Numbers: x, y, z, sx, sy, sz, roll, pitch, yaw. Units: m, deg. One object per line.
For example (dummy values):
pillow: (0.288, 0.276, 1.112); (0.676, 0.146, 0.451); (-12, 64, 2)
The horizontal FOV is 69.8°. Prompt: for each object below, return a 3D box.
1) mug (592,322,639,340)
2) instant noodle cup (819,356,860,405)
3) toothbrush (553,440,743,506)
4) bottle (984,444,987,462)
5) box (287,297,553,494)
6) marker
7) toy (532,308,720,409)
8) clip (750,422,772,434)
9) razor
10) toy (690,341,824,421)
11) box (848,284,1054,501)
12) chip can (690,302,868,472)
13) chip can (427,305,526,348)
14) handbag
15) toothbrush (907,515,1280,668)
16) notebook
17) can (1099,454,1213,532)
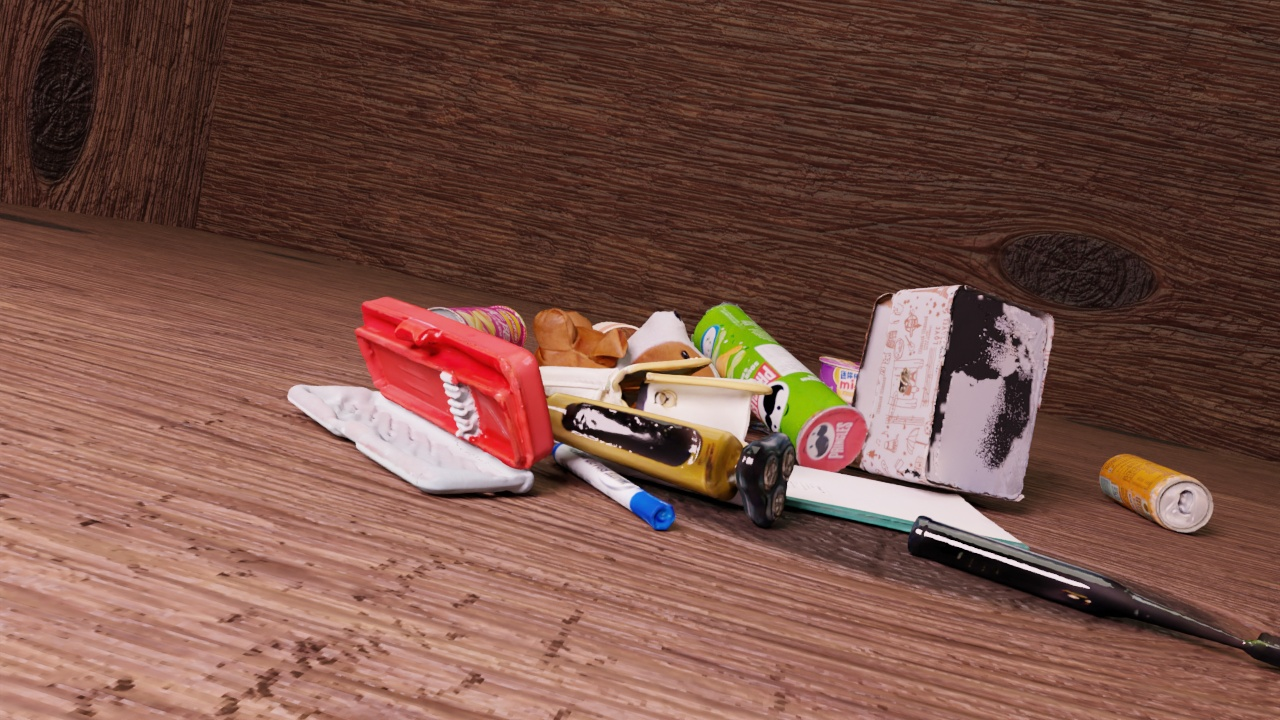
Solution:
mug: (-0.047, -0.002, 1.133); (0.114, 0.082, 0.106); (-15, 9, -10)
instant noodle cup: (0.238, 0.054, 0.989); (0.111, 0.099, 0.111); (12, 4, -1)
toothbrush: (-0.010, 0.069, 0.655); (0.221, 0.026, 0.026); (13, 27, 15)
bottle: (0.379, 0.095, 1.063); (0.196, 0.068, 0.068); (11, 4, -42)
box: (-0.149, 0.029, 0.580); (0.099, 0.095, 0.202); (-26, 29, -34)
marker: (-0.022, 0.077, 0.588); (0.016, 0.017, 0.146); (9, 6, -31)
toy: (-0.005, 0.005, 0.905); (0.199, 0.130, 0.140); (22, 6, 7)
clip: (0.146, 0.073, 1.018); (0.024, 0.028, 0.057); (11, -5, -26)
razor: (0.017, 0.056, 0.594); (0.167, 0.062, 0.068); (16, -14, 6)
toy: (0.111, 0.030, 1.034); (0.143, 0.082, 0.226); (-16, 17, -19)
box: (0.273, 0.027, 0.866); (0.150, 0.182, 0.168); (14, -5, -28)
chip can: (0.128, 0.020, 0.898); (0.072, 0.072, 0.236); (9, 22, -27)
chip can: (-0.193, -0.026, 1.053); (0.071, 0.071, 0.210); (13, 6, 8)
handbag: (0.000, 0.026, 0.715); (0.178, 0.063, 0.163); (15, -8, -6)
toothbrush: (0.267, 0.136, 0.544); (0.213, 0.026, 0.027); (15, 28, 31)
notebook: (0.175, 0.108, 0.725); (0.209, 0.012, 0.150); (12, 5, -2)
can: (0.552, 0.141, 0.990); (0.058, 0.058, 0.146); (12, 5, 5)
